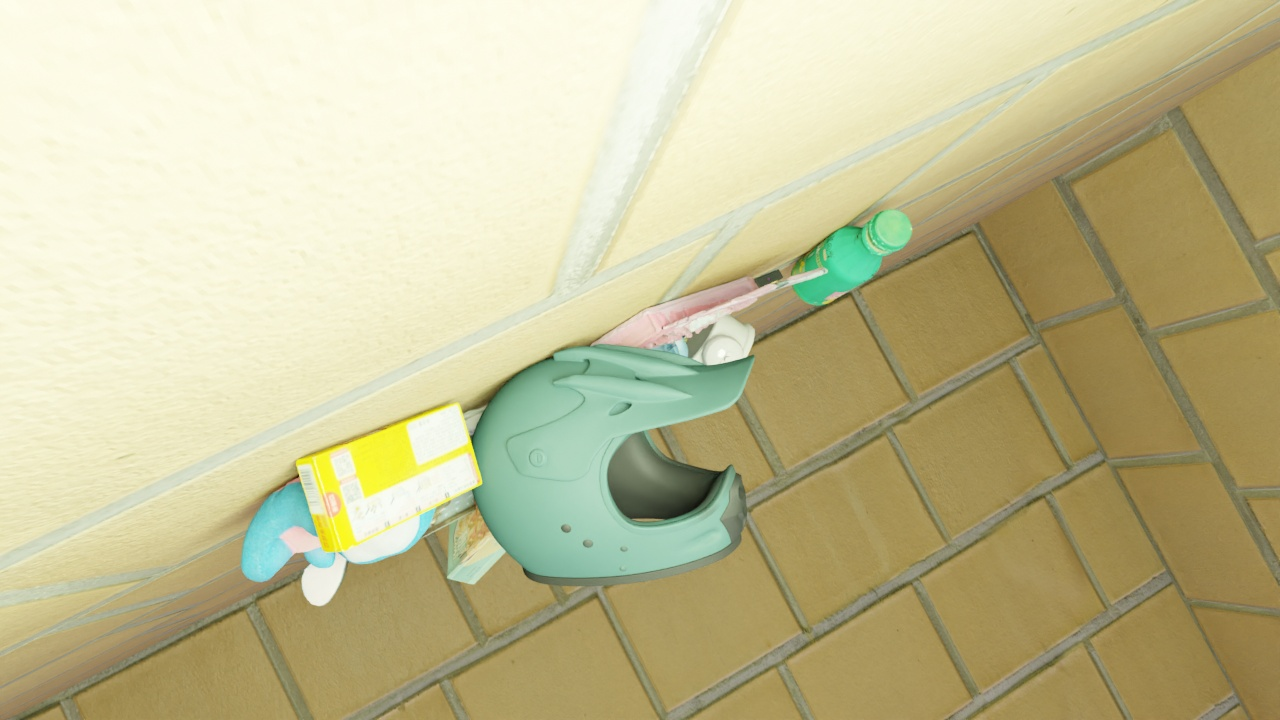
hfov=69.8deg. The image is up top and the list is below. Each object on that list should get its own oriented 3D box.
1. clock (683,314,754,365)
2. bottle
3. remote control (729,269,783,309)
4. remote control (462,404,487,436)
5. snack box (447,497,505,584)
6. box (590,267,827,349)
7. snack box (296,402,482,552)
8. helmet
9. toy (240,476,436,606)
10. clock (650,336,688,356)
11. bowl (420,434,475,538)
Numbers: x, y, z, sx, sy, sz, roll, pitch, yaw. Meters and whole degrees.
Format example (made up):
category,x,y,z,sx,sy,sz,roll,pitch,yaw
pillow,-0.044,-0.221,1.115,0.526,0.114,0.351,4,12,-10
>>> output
category,x,y,z,sx,sy,sz,roll,pitch,yaw
clock,0.087,0.001,1.126,0.120,0.061,0.158,-45,-162,37
bottle,0.243,-0.120,1.063,0.068,0.068,0.210,-26,176,-17
remote control,0.122,-0.078,1.195,0.058,0.013,0.134,-24,175,-43
remote control,-0.182,0.067,0.942,0.133,0.022,0.050,-27,176,-9
snack box,-0.167,0.155,1.086,0.044,0.141,0.194,21,129,-28
box,0.074,-0.057,0.946,0.180,0.040,0.232,-25,178,33
snack box,-0.197,0.091,0.738,0.025,0.075,0.151,-10,-172,37
helmet,-0.024,0.081,0.834,0.275,0.200,0.176,-6,-163,15
toy,-0.264,0.143,0.820,0.224,0.099,0.191,-41,166,18
clock,-0.006,0.006,1.097,0.161,0.060,0.118,-30,177,-42
bowl,-0.242,0.146,1.050,0.160,0.094,0.160,-27,176,-2
